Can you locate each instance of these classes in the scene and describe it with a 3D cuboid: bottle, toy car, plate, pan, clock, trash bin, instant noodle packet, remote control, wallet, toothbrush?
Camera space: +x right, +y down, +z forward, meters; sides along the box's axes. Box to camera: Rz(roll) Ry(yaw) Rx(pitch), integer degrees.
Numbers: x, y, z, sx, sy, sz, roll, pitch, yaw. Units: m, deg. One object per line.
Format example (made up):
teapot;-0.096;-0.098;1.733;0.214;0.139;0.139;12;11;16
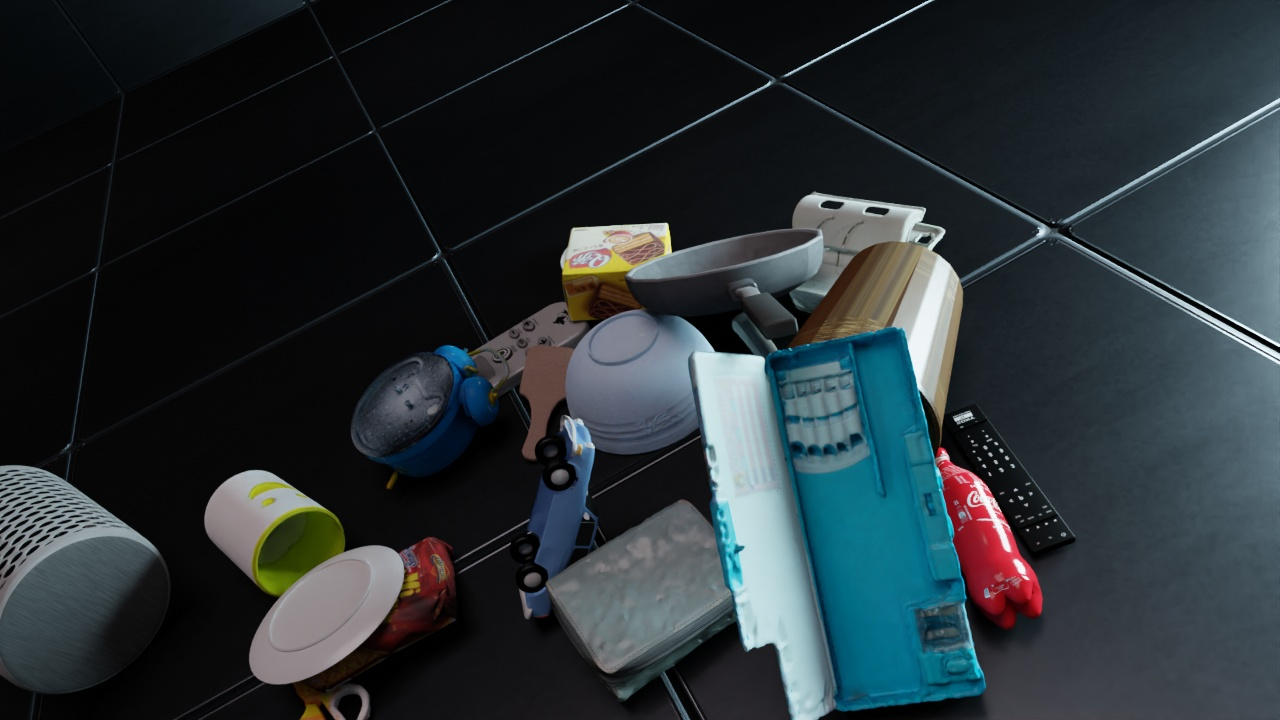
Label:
bottle;0.225;0.113;0.619;0.042;0.042;0.141;-18;39;7
toy car;-0.060;0.117;0.687;0.054;0.153;0.056;11;16;-17
plate;-0.247;0.192;0.717;0.135;0.011;0.134;-20;29;12
pan;0.080;-0.056;0.731;0.178;0.041;0.357;-13;13;1
clock;-0.197;0.043;0.873;0.161;0.060;0.117;-38;43;-4
trash bin;-0.530;0.192;0.812;0.183;0.156;0.156;14;52;33
instant noodle packet;-0.209;0.199;0.730;0.135;0.040;0.098;-28;25;-4
remote control;-0.125;-0.009;0.946;0.151;0.019;0.074;-32;40;-11
wallet;0.009;0.168;0.656;0.131;0.054;0.100;-32;49;-13
remote control;0.261;0.082;0.661;0.030;0.009;0.140;-21;39;3
toothbrush;0.123;0.015;0.798;0.024;0.022;0.185;-53;36;21

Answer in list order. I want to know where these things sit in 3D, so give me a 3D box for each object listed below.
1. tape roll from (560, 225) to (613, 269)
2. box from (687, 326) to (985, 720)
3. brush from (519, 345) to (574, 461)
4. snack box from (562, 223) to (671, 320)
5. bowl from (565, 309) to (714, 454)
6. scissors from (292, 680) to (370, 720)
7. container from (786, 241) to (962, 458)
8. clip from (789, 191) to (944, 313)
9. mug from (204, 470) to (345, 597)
tape roll;-0.045;-0.120;1.037;0.093;0.013;0.092;-14;40;12
box;0.111;0.101;0.567;0.171;0.084;0.227;-6;79;-19
brush;-0.092;0.041;0.875;0.050;0.015;0.135;4;50;2
snack box;-0.022;-0.091;0.942;0.106;0.061;0.083;-2;42;7
bowl;-0.005;0.005;0.828;0.151;0.075;0.150;-13;41;11
scissors;-0.252;0.256;0.713;0.065;0.013;0.128;-36;39;-21
container;0.182;-0.007;0.713;0.132;0.132;0.166;4;40;30
clip;0.195;-0.113;0.862;0.127;0.105;0.151;18;44;43
mug;-0.325;0.152;0.812;0.106;0.082;0.082;18;54;41
